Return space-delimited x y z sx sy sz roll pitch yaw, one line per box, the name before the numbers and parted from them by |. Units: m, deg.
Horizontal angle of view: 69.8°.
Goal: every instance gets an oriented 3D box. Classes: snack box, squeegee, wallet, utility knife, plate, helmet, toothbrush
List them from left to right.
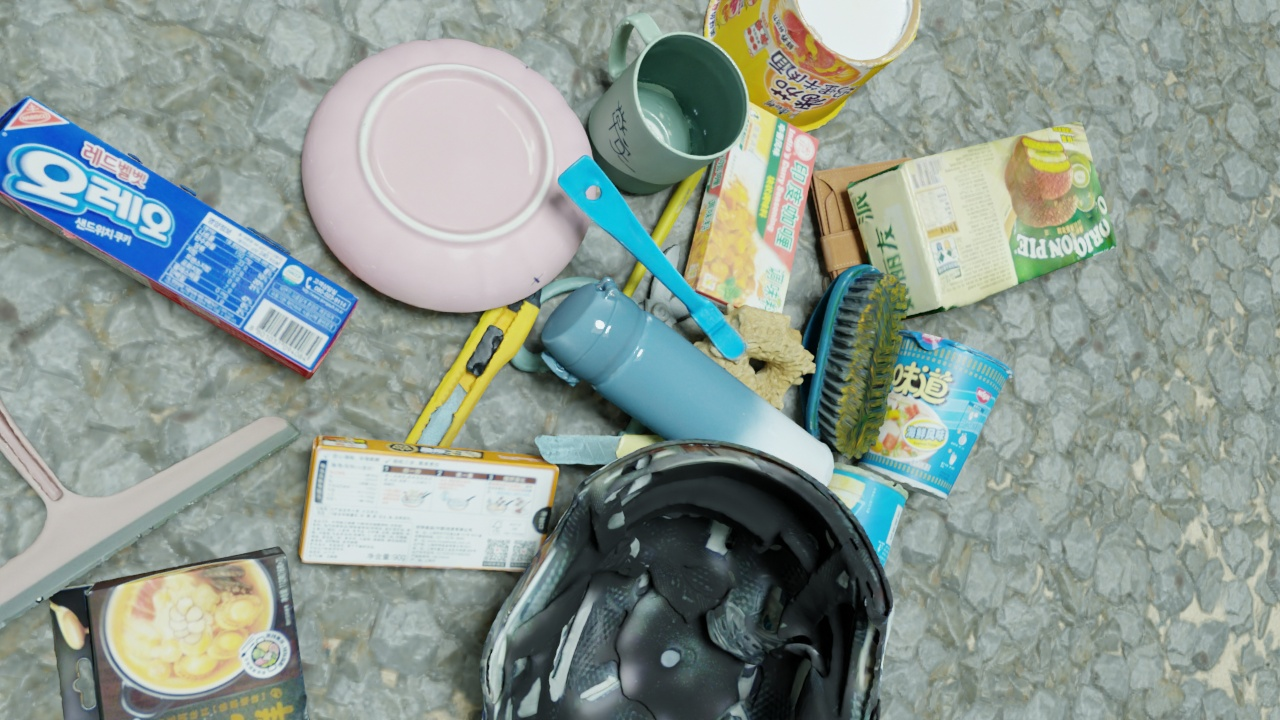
squeegee | -0.366 0.012 0.502 0.246 0.040 0.249 -38 94 -36
snack box | -0.271 -0.066 0.536 0.207 0.058 0.057 33 74 -17
snack box | -0.263 0.176 0.526 0.125 0.053 0.113 -8 88 -28
snack box | -0.133 0.093 0.584 0.153 0.026 0.075 8 100 -21
plate | -0.119 -0.128 0.594 0.192 0.039 0.192 4 76 -15
utility knife | -0.114 0.017 0.605 0.033 0.015 0.170 31 82 -2
toothbrush | 0.006 -0.068 0.654 0.016 0.016 0.189 34 68 -18
utility knife | 0.021 0.063 0.642 0.212 0.022 0.031 4 85 -40
helmet | 0.029 0.187 0.576 0.230 0.157 0.274 17 84 8
snack box | 0.084 -0.110 0.692 0.077 0.027 0.155 20 76 -26
wallet | 0.190 -0.093 0.739 0.107 0.031 0.132 -12 89 -24
snack box | 0.280 -0.115 0.738 0.239 0.063 0.114 -19 93 -33

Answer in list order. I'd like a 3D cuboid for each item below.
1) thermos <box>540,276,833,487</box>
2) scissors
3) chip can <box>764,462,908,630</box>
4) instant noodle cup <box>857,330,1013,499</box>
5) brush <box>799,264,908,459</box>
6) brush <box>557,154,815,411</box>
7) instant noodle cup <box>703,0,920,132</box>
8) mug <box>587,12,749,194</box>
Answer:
thermos | 0.033 0.029 0.614 0.220 0.070 0.070 35 73 -23
scissors | -0.004 0.004 0.659 0.170 0.019 0.181 -21 93 -23
chip can | 0.130 0.183 0.668 0.071 0.071 0.210 26 76 -18
instant noodle cup | 0.219 0.045 0.709 0.099 0.099 0.110 24 86 -18
brush | 0.152 -0.002 0.688 0.055 0.073 0.144 2 103 -33
brush | 0.035 -0.043 0.618 0.083 0.045 0.254 -40 127 10
instant noodle cup | 0.131 -0.253 0.686 0.138 0.110 0.138 2 85 -21
mug | 0.008 -0.177 0.631 0.082 0.106 0.112 -27 96 -21
